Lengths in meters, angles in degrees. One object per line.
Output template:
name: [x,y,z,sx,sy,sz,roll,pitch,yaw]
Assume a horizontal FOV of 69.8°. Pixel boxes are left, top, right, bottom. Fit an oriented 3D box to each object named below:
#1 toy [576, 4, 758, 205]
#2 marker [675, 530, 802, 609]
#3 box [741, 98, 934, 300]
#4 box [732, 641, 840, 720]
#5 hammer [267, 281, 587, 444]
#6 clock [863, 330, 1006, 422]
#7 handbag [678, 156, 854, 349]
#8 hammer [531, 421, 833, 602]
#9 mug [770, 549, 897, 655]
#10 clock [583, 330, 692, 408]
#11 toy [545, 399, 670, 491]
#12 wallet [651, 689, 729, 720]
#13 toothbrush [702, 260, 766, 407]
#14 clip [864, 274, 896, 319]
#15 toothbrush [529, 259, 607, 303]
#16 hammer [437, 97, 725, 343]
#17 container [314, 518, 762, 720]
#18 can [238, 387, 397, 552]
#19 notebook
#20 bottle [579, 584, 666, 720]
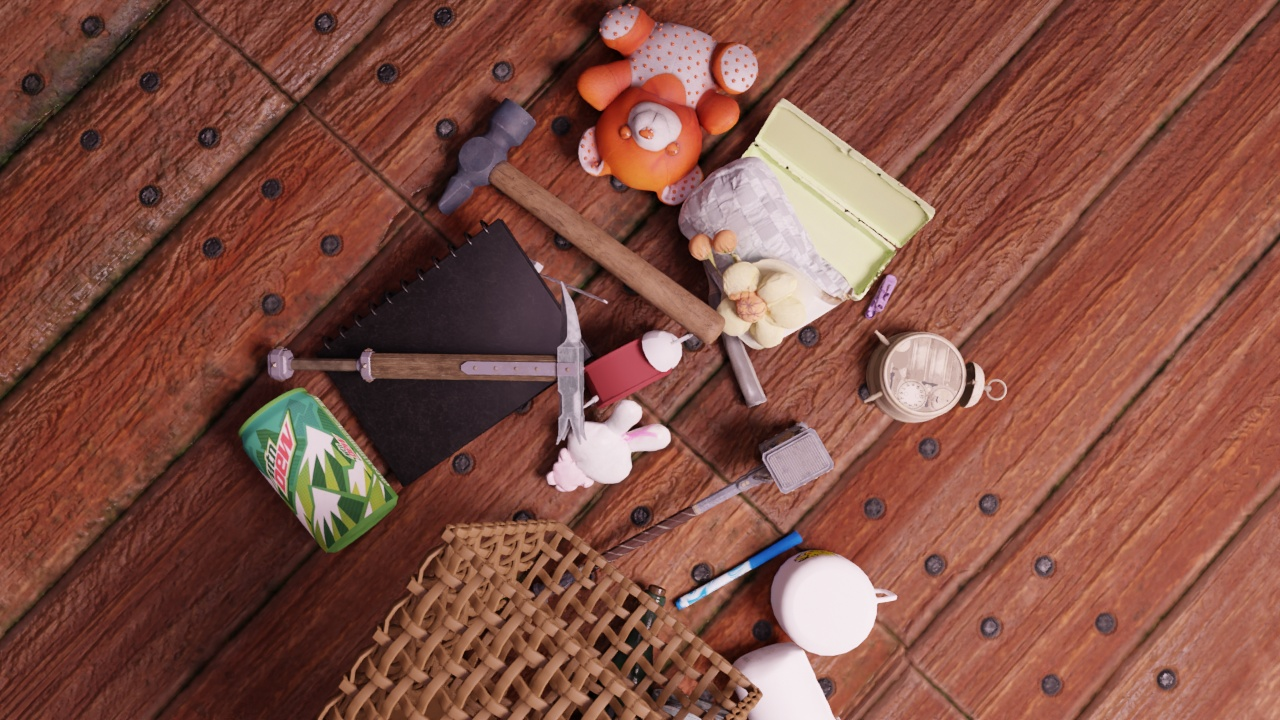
toy: [0.018,-0.251,0.903,0.164,0.093,0.172,19,87,-2]
marker: [0.098,0.209,0.914,0.142,0.013,0.013,-29,87,-3]
box: [0.183,-0.161,0.920,0.188,0.061,0.134,36,124,2]
box: [0.154,0.347,0.875,0.091,0.081,0.160,-23,89,-11]
hammer: [-0.208,0.001,0.870,0.317,0.028,0.147,1,96,10]
clock: [0.295,0.018,0.912,0.141,0.054,0.093,10,86,1]
handbag: [0.103,-0.100,0.873,0.113,0.123,0.171,-32,90,39]
hammer: [0.031,0.157,0.889,0.322,0.098,0.044,-29,87,5]
mug: [0.187,0.232,0.887,0.115,0.068,0.094,-6,86,-2]
clock: [-0.005,0.005,0.887,0.124,0.087,0.044,-28,88,7]
toy: [-0.037,0.088,0.899,0.126,0.037,0.076,-36,118,16]
wallet: [0.038,0.392,0.881,0.100,0.054,0.131,21,88,2]
toothbrush: [0.085,-0.042,0.927,0.024,0.022,0.185,-17,84,-37]
clip: [0.243,-0.062,0.936,0.014,0.046,0.050,31,43,0]
toothbrush: [-0.072,-0.076,0.857,0.010,0.182,0.010,36,84,-33]
hammer: [-0.052,-0.118,0.886,0.322,0.040,0.129,37,89,14]
container: [-0.081,0.295,0.754,0.251,0.219,0.214,36,94,20]
can: [-0.306,0.104,0.873,0.083,0.083,0.144,-39,88,-4]
notebook: [-0.186,-0.009,0.894,0.232,0.019,0.169,-34,88,9]
bottle: [-0.013,0.301,0.884,0.055,0.055,0.174,20,85,0]
